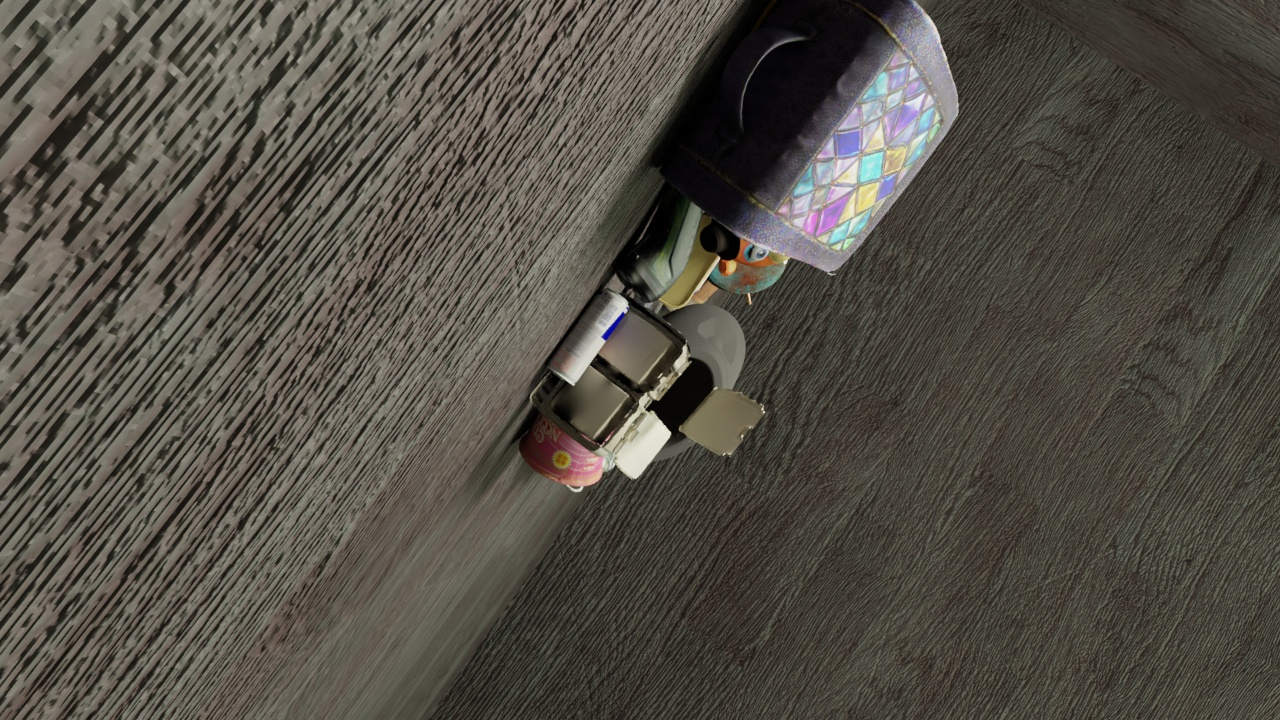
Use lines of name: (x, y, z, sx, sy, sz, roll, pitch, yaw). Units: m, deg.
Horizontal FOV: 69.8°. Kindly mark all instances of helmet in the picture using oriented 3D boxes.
helmet: (0.043, 0.030, 1.348, 0.264, 0.164, 0.170, -45, -169, -1)

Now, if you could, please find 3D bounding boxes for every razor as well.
razor: (0.024, -0.124, 0.838, 0.067, 0.054, 0.152, -9, 134, -46)

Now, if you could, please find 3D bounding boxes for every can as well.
can: (-0.049, -0.023, 0.860, 0.095, 0.032, 0.032, -55, 175, -3)
can: (0.064, -0.126, 1.120, 0.116, 0.056, 0.092, -56, 176, 18)

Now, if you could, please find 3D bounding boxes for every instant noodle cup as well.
instant noodle cup: (-0.066, 0.062, 0.976, 0.109, 0.098, 0.097, -66, 171, 25)

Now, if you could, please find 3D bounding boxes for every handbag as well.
handbag: (0.133, -0.192, 0.737, 0.205, 0.125, 0.221, -53, 147, 12)

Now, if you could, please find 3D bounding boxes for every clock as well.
clock: (0.146, -0.167, 1.264, 0.073, 0.121, 0.157, -126, -119, -82)

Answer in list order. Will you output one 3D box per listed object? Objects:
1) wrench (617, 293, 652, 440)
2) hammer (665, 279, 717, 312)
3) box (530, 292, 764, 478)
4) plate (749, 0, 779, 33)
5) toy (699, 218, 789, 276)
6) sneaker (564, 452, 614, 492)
wrench: (-0.006, 0.006, 1.076, 0.073, 0.022, 0.274, -73, 173, -54)
hammer: (0.162, -0.173, 1.476, 0.301, 0.037, 0.157, -43, 179, 18)
box: (0.014, 0.053, 0.900, 0.143, 0.193, 0.106, -49, 157, -6)
plate: (0.143, -0.268, 0.829, 0.229, 0.021, 0.230, -38, 154, -22)
toy: (0.138, -0.157, 1.031, 0.175, 0.096, 0.112, -18, 126, -23)
sneaker: (-0.084, 0.110, 1.174, 0.090, 0.089, 0.242, -49, 167, -17)
